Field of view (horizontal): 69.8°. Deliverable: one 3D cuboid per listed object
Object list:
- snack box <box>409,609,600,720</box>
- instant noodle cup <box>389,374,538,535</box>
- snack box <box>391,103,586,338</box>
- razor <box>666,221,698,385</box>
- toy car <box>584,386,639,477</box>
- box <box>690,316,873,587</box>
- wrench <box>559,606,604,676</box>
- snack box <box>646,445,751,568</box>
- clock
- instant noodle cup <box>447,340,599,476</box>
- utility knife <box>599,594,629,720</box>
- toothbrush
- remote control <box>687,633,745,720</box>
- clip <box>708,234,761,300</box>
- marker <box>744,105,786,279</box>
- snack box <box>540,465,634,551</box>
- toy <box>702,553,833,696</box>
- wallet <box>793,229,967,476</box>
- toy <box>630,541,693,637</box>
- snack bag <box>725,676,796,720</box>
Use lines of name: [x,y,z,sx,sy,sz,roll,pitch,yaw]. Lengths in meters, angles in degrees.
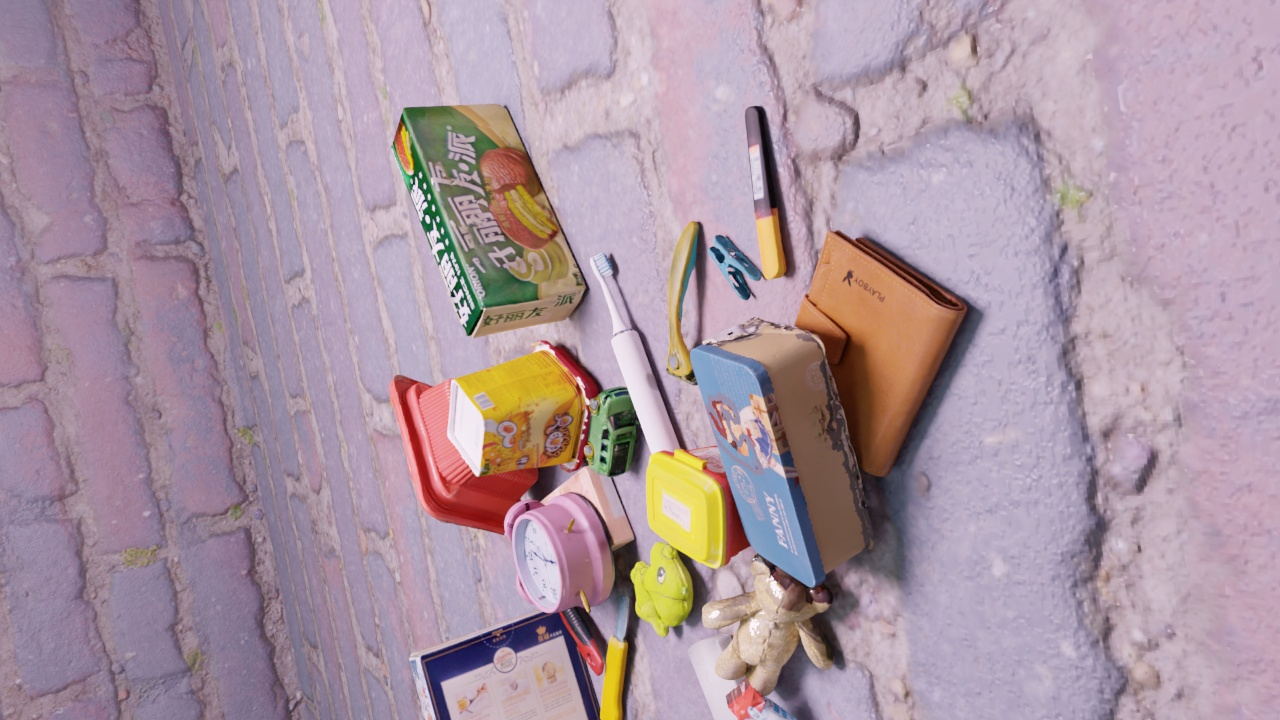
snack box: [-0.142,0.384,1.016,0.046,0.177,0.182,-35,70,59]
instant noodle cup: [-0.188,0.094,1.021,0.079,0.164,0.188,-37,58,17]
snack box: [-0.155,-0.145,0.917,0.063,0.114,0.240,-49,60,52]
razor: [0.036,-0.047,0.748,0.043,0.028,0.133,29,122,53]
toy car: [-0.025,0.067,0.861,0.036,0.043,0.091,38,132,48]
box: [0.098,0.065,0.622,0.090,0.060,0.184,19,130,63]
wrench: [-0.107,0.243,1.056,0.273,0.016,0.056,55,145,34]
snack box: [0.058,0.106,0.714,0.091,0.080,0.082,21,118,52]
clock: [-0.091,0.198,0.937,0.159,0.059,0.117,-10,92,58]
instant noodle cup: [-0.121,0.055,0.926,0.116,0.123,0.116,44,134,40]
utility knife: [-0.024,0.324,0.966,0.033,0.015,0.217,41,135,43]
toothbrush: [-0.005,0.005,0.824,0.026,0.026,0.221,-24,78,17]
remote control: [0.084,0.306,0.798,0.056,0.019,0.135,-44,64,53]
clip: [0.071,-0.073,0.697,0.056,0.014,0.041,56,141,27]
marker: [0.089,-0.120,0.655,0.018,0.015,0.124,-6,93,55]
snack box: [-0.065,0.172,0.969,0.158,0.026,0.084,-42,66,53]
toy: [0.100,0.210,0.714,0.105,0.066,0.158,25,132,12]
wallet: [0.144,-0.006,0.597,0.108,0.031,0.132,45,135,37]
toy: [0.021,0.213,0.851,0.100,0.031,0.096,-5,96,61]
snack bag: [0.114,0.293,0.722,0.104,0.026,0.048,35,138,6]
